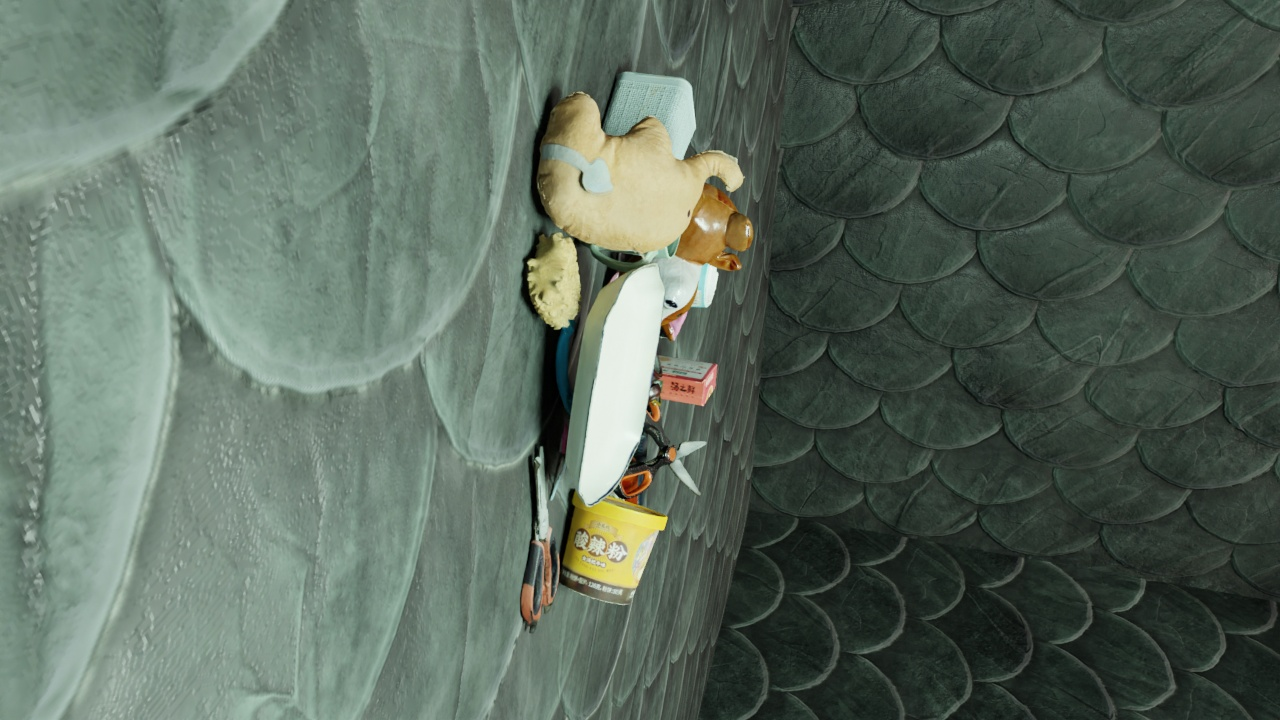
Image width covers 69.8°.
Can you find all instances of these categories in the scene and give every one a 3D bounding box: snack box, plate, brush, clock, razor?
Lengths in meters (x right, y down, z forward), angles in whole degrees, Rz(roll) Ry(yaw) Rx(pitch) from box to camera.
[{"bbox_3d":[0.048,0.030,1.372,0.127,0.113,0.044,-40,137,-71],"label":"snack box"},{"bbox_3d":[-0.031,0.024,0.964,0.161,0.034,0.266,-36,140,-60],"label":"plate"},{"bbox_3d":[-0.081,-0.026,0.940,0.255,0.046,0.083,90,3,-52],"label":"brush"},{"bbox_3d":[-0.007,0.007,1.120,0.122,0.055,0.082,58,15,-29],"label":"clock"},{"bbox_3d":[-0.011,0.127,1.272,0.067,0.062,0.167,-102,-169,-72],"label":"razor"}]

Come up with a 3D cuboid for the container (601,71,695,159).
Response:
[{"bbox_3d":[0.005,-0.258,1.061,0.090,0.090,0.111,75,30,-60],"label":"container"}]

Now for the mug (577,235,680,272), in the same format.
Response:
[{"bbox_3d":[-0.016,-0.145,0.984,0.082,0.106,0.111,76,25,-62],"label":"mug"}]

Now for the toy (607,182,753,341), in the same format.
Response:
[{"bbox_3d":[0.045,-0.115,1.109,0.200,0.140,0.130,-51,-157,27],"label":"toy"}]

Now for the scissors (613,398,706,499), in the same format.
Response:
[{"bbox_3d":[0.022,0.124,1.229,0.227,0.022,0.221,-48,125,-45],"label":"scissors"}]

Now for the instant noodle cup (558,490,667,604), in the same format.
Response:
[{"bbox_3d":[-0.040,0.228,1.120,0.118,0.118,0.114,36,71,-76],"label":"instant noodle cup"}]

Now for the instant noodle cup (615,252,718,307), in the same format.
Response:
[{"bbox_3d":[0.039,-0.118,1.217,0.111,0.120,0.111,9,89,-78],"label":"instant noodle cup"}]

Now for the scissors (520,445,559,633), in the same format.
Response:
[{"bbox_3d":[-0.111,0.198,0.992,0.205,0.015,0.198,70,31,-64],"label":"scissors"}]

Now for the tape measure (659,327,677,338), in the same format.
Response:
[{"bbox_3d":[0.023,-0.050,1.316,0.066,0.066,0.033,6,97,-75],"label":"tape measure"}]

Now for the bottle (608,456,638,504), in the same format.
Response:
[{"bbox_3d":[-0.035,0.225,1.257,0.059,0.060,0.206,-58,154,-61],"label":"bottle"}]

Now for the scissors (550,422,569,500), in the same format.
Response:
[{"bbox_3d":[-0.079,0.100,1.061,0.133,0.017,0.134,92,17,-58],"label":"scissors"}]

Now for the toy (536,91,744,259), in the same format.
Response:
[{"bbox_3d":[0.001,-0.171,0.895,0.225,0.083,0.143,6,94,-36],"label":"toy"}]
